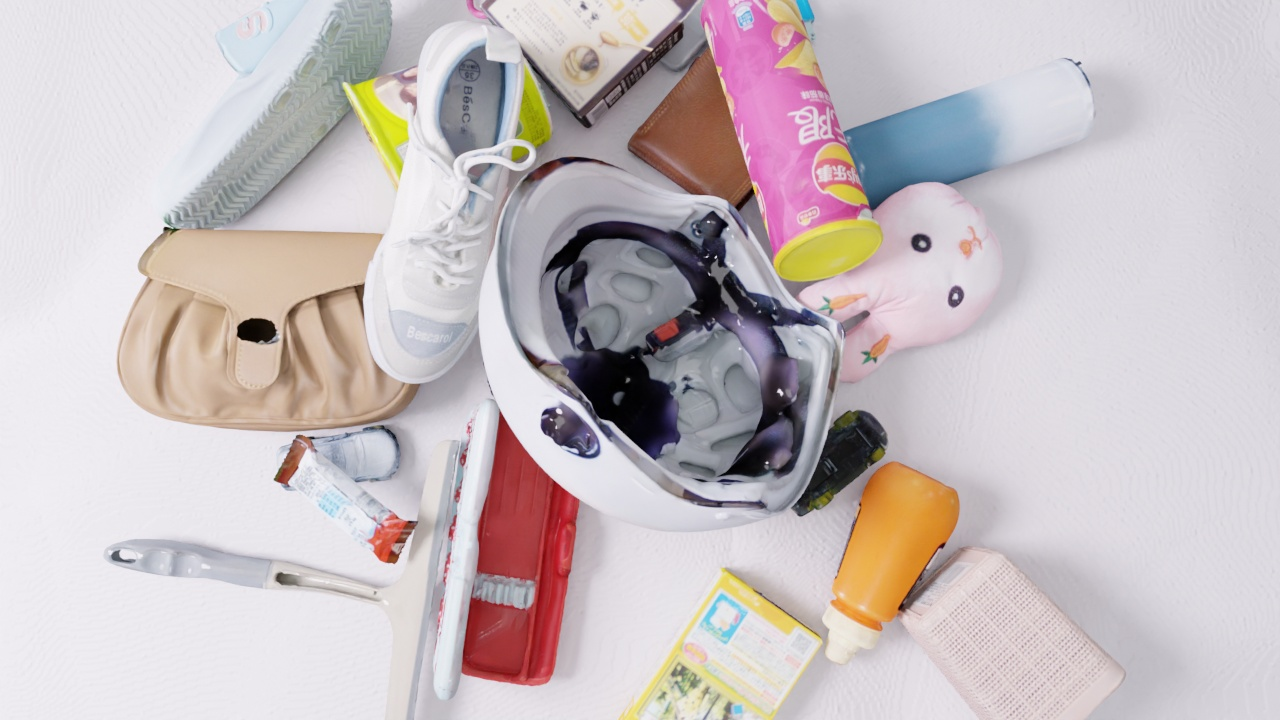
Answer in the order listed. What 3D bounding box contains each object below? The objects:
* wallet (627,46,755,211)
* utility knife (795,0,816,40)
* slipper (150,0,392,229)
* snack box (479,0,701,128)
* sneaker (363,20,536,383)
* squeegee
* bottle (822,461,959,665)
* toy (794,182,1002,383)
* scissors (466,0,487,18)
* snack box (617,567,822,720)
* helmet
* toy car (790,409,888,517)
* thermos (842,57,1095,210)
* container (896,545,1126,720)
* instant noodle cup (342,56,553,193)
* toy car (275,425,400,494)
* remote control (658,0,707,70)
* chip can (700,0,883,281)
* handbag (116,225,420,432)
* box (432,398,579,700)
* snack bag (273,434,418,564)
[{"bbox_3d":[0.066,-0.181,0.701,0.101,0.032,0.124,40,86,7],"label":"wallet"},{"bbox_3d":[0.100,-0.320,0.719,0.034,0.018,0.159,-23,86,-2],"label":"utility knife"},{"bbox_3d":[-0.275,-0.199,0.676,0.074,0.104,0.245,42,93,6],"label":"slipper"},{"bbox_3d":[-0.034,-0.259,0.680,0.126,0.053,0.113,-42,89,5],"label":"snack box"},{"bbox_3d":[-0.117,-0.096,0.593,0.089,0.091,0.242,7,102,-30],"label":"sneaker"},{"bbox_3d":[-0.266,0.160,0.670,0.246,0.039,0.246,9,90,4],"label":"squeegee"},{"bbox_3d":[0.170,0.148,0.655,0.067,0.066,0.149,25,93,3],"label":"bottle"},{"bbox_3d":[0.188,-0.052,0.668,0.159,0.054,0.121,-40,111,5],"label":"toy"},{"bbox_3d":[-0.073,-0.312,0.723,0.083,0.017,0.137,36,83,5],"label":"scissors"},{"bbox_3d":[0.056,0.232,0.662,0.087,0.034,0.140,34,85,4],"label":"snack box"},{"bbox_3d":[-0.004,0.004,0.612,0.258,0.146,0.228,36,48,-9],"label":"helmet"},{"bbox_3d":[0.139,0.073,0.673,0.090,0.035,0.042,-38,87,-3],"label":"toy car"},{"bbox_3d":[0.216,-0.160,0.679,0.220,0.070,0.070,-18,85,0],"label":"thermos"},{"bbox_3d":[0.247,0.195,0.635,0.090,0.090,0.111,-42,82,-3],"label":"container"},{"bbox_3d":[-0.134,-0.174,0.670,0.123,0.112,0.111,-28,85,-10],"label":"instant noodle cup"},{"bbox_3d":[-0.225,0.073,0.681,0.090,0.034,0.043,-8,81,-1],"label":"toy car"},{"bbox_3d":[0.053,-0.289,0.707,0.056,0.020,0.136,42,96,4],"label":"remote control"},{"bbox_3d":[0.098,-0.162,0.626,0.071,0.071,0.210,-14,69,-1],"label":"chip can"},{"bbox_3d":[-0.260,-0.023,0.656,0.204,0.100,0.147,0,87,-5],"label":"handbag"},{"bbox_3d":[-0.096,0.129,0.639,0.095,0.101,0.201,7,85,2],"label":"box"},{"bbox_3d":[-0.204,0.097,0.633,0.104,0.026,0.048,37,114,5],"label":"snack bag"}]
